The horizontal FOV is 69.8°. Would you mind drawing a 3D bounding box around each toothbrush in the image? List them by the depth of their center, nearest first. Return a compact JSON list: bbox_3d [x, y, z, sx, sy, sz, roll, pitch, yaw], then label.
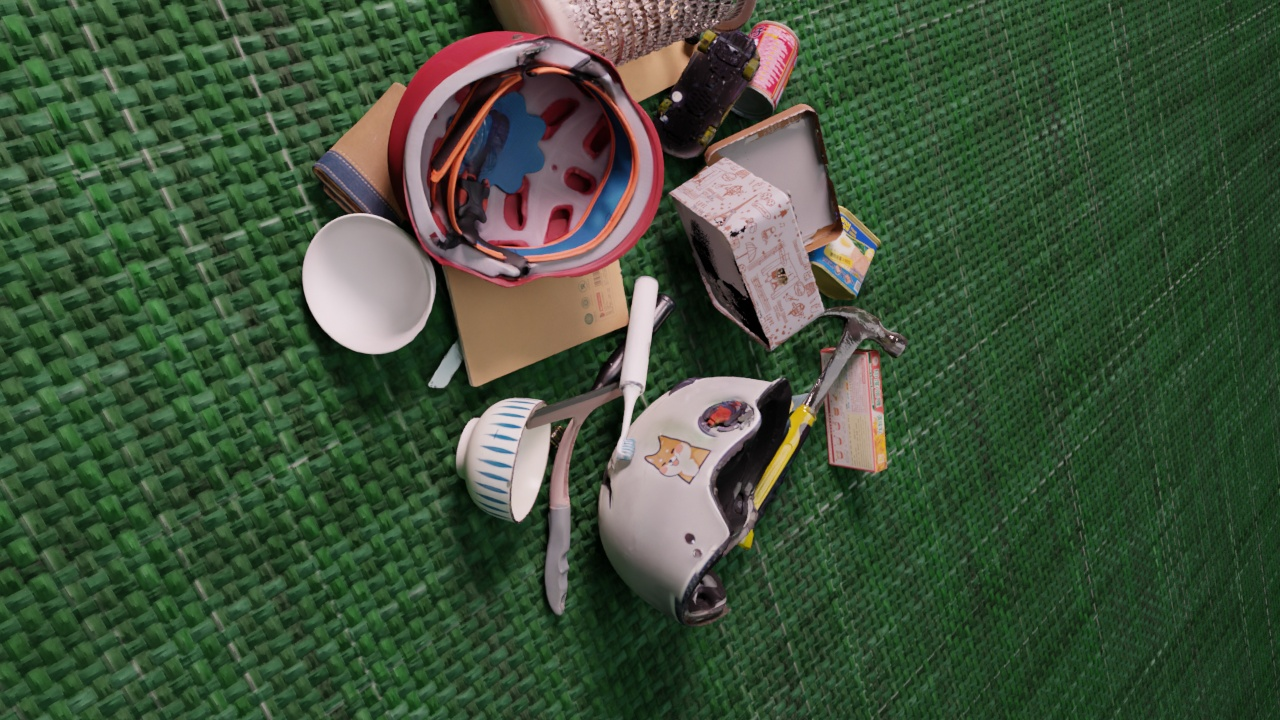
[{"bbox_3d":[-0.006,0.005,0.938,0.027,0.026,0.220,70,23,-52],"label":"toothbrush"},{"bbox_3d":[-0.030,0.010,0.976,0.212,0.026,0.027,-52,131,-23],"label":"toothbrush"}]

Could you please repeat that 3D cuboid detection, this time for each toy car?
[{"bbox_3d":[0.070,-0.291,1.002,0.070,0.042,0.158,34,90,2],"label":"toy car"}]

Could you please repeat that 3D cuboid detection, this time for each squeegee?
[{"bbox_3d":[-0.075,0.141,0.930,0.247,0.040,0.250,-18,120,-66],"label":"squeegee"}]

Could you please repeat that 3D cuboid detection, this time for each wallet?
[{"bbox_3d":[-0.223,-0.175,0.812,0.090,0.033,0.115,48,64,-32],"label":"wallet"}]

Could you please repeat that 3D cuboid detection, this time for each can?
[{"bbox_3d":[0.140,-0.335,1.058,0.066,0.067,0.093,34,73,-34],"label":"can"},{"bbox_3d":[0.246,-0.135,1.162,0.102,0.057,0.083,33,76,-34],"label":"can"}]

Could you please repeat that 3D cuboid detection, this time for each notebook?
[{"bbox_3d":[-0.098,-0.076,0.909,0.207,0.008,0.148,-24,113,-39],"label":"notebook"},{"bbox_3d":[-0.017,-0.385,0.970,0.149,0.012,0.211,-34,113,-29],"label":"notebook"}]

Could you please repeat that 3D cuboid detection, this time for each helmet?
[{"bbox_3d":[-0.109,-0.179,0.795,0.239,0.144,0.207,13,108,-43],"label":"helmet"},{"bbox_3d":[0.046,0.127,0.952,0.230,0.157,0.273,80,29,-58],"label":"helmet"}]

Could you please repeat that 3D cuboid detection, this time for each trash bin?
[{"bbox_3d":[-0.033,-0.363,0.840,0.192,0.227,0.227,-35,114,-11],"label":"trash bin"}]

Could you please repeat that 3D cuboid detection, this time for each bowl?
[{"bbox_3d":[-0.221,-0.070,0.790,0.064,0.118,0.118,-50,130,-70],"label":"bowl"},{"bbox_3d":[-0.132,0.089,0.864,0.116,0.066,0.116,12,89,-81],"label":"bowl"}]

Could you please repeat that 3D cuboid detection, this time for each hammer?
[{"bbox_3d":[0.189,0.077,1.107,0.126,0.032,0.323,32,85,-1],"label":"hammer"}]

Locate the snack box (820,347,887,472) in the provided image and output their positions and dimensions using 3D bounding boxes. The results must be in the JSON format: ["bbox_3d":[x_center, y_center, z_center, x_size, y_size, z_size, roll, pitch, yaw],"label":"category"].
[{"bbox_3d":[0.274,0.063,1.182,0.027,0.077,0.156,-12,100,-37],"label":"snack box"}]

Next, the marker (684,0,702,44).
[{"bbox_3d":[0.071,-0.410,1.017,0.020,0.022,0.131,16,72,-6],"label":"marker"}]

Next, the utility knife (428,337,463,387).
[{"bbox_3d":[-0.146,-0.058,0.886,0.034,0.018,0.204,45,66,-39],"label":"utility knife"}]

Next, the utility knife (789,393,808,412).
[{"bbox_3d":[0.154,0.058,1.132,0.206,0.021,0.031,-8,104,-42],"label":"utility knife"}]

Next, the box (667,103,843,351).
[{"bbox_3d":[0.157,-0.149,1.002,0.193,0.157,0.183,-33,131,-7],"label":"box"}]
